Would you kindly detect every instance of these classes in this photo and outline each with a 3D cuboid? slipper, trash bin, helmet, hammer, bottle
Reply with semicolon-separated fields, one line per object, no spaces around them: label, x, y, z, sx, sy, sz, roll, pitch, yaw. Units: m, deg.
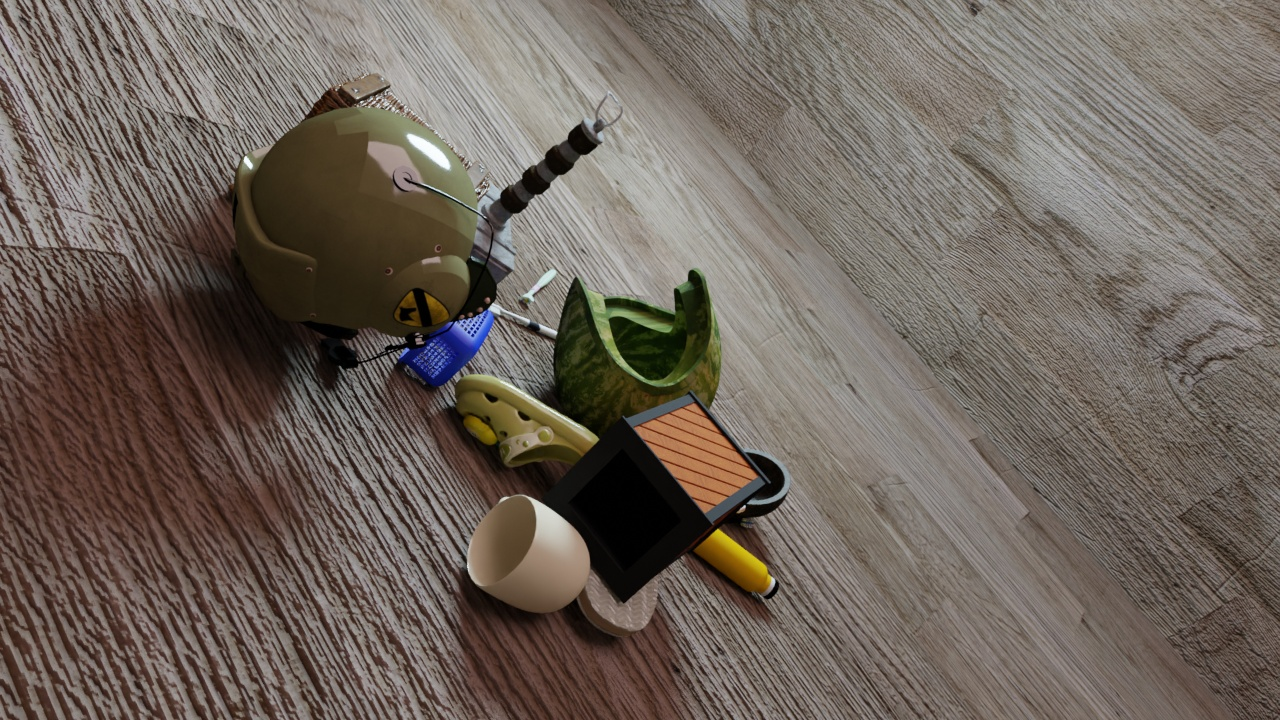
slipper;-0.040;0.208;1.046;0.115;0.052;0.262;33;27;-20
trash bin;0.021;0.143;1.007;0.139;0.140;0.171;50;25;13
helmet;-0.007;0.007;1.201;0.213;0.248;0.243;-7;75;-16
hammer;-0.149;-0.241;1.254;0.079;0.327;0.176;34;32;-38
helmet;-0.284;-0.127;0.915;0.232;0.256;0.250;21;34;-46
bottle;0.123;0.267;1.220;0.143;0.043;0.043;39;25;-13
slipper;-0.136;0.088;1.056;0.190;0.092;0.081;27;68;-2

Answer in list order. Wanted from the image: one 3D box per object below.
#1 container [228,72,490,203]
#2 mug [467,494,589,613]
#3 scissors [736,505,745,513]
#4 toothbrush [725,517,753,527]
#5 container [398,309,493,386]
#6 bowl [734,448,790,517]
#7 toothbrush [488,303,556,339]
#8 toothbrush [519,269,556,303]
container;-0.318;-0.209;1.107;0.250;0.183;0.162;39;23;-12
mug;-0.105;0.190;0.915;0.099;0.096;0.120;41;17;-36
scissors;0.111;0.177;1.310;0.125;0.011;0.131;-10;36;-21
toothbrush;0.107;0.224;1.299;0.014;0.014;0.167;6;-7;43
container;-0.223;-0.026;1.079;0.058;0.096;0.114;43;23;-15
bowl;0.157;0.191;1.357;0.121;0.056;0.121;3;35;-2
toothbrush;-0.148;-0.045;1.331;0.186;0.012;0.017;24;45;-39
toothbrush;-0.156;-0.118;1.431;0.022;0.015;0.154;13;23;6
